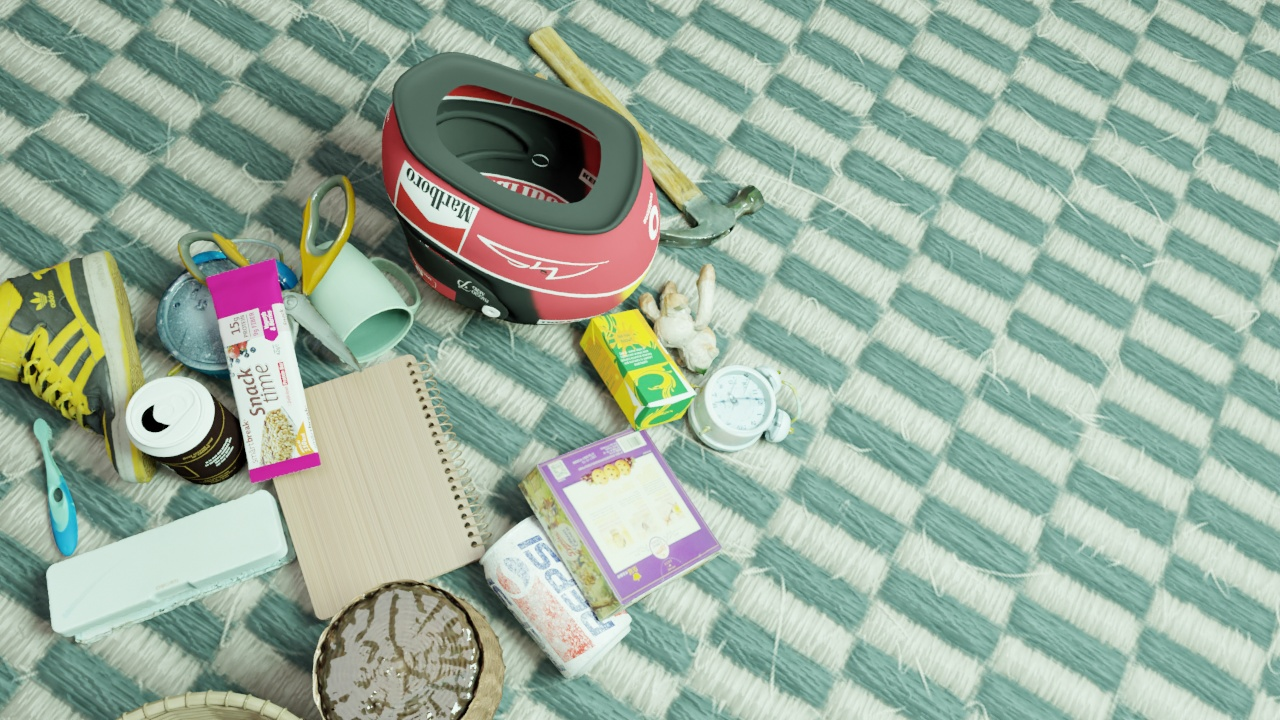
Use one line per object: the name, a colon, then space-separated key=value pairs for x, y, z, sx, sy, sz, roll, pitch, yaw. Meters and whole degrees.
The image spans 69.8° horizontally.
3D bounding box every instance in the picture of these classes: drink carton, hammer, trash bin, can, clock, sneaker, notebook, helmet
drink carton: x=-0.005 y=0.005 z=0.917 sx=0.058 sy=0.041 sz=0.122 roll=-14 pitch=59 yaw=-36
hammer: x=-0.015 y=-0.258 z=1.040 sx=0.132 sy=0.033 sz=0.330 roll=-37 pitch=77 yaw=-16
trash bin: x=-0.188 y=0.253 z=0.737 sx=0.151 sy=0.210 sz=0.151 roll=2 pitch=70 yaw=-5
can: x=-0.403 y=0.065 z=0.823 sx=0.072 sy=0.129 sz=0.071 roll=2 pitch=70 yaw=-6
can: x=-0.078 y=0.214 z=0.834 sx=0.078 sy=0.078 sz=0.136 roll=-39 pitch=79 yaw=-18
clock: x=0.106 y=0.046 z=0.929 sx=0.117 sy=0.057 sz=0.083 roll=-6 pitch=70 yaw=-16
sneaker: x=-0.531 y=0.013 z=0.849 sx=0.122 sy=0.086 sz=0.238 roll=-15 pitch=68 yaw=-18
notebook: x=-0.250 y=0.113 z=0.866 sx=0.169 sy=0.022 sz=0.210 roll=-20 pitch=77 yaw=-13
helmet: x=-0.117 y=-0.142 z=0.878 sx=0.271 sy=0.225 sz=0.197 roll=19 pitch=62 yaw=-12
clock: x=-0.400 y=-0.053 z=0.905 sx=0.117 sy=0.060 sz=0.161 roll=10 pitch=68 yaw=-2

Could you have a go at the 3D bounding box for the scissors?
scissors: x=-0.342 y=-0.073 z=0.862 sx=0.226 sy=0.016 sz=0.225 roll=10 pitch=84 yaw=6

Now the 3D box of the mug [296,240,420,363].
mug: x=-0.278 y=-0.066 z=0.920 sx=0.111 sy=0.084 sz=0.104 roll=-22 pitch=67 yaw=-43

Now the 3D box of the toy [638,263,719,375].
toy: x=0.053 y=-0.036 z=0.944 sx=0.074 sy=0.085 sz=0.106 roll=-27 pitch=95 yaw=-46

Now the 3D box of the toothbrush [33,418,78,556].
toothbrush: x=-0.542 y=0.117 z=0.851 sx=0.022 sy=0.017 sz=0.135 roll=-18 pitch=76 yaw=-13

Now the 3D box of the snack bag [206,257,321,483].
snack bag: x=-0.346 y=0.009 z=0.840 sx=0.070 sy=0.016 sz=0.196 roll=-14 pitch=86 yaw=6

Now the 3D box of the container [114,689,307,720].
container: x=-0.308 y=0.368 z=0.687 sx=0.227 sy=0.196 sz=0.226 roll=2 pitch=70 yaw=-6

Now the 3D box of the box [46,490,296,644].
box: x=-0.419 y=0.180 z=0.822 sx=0.198 sy=0.070 sz=0.085 roll=-21 pitch=93 yaw=-12

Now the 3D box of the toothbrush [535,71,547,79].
toothbrush: x=-0.163 y=-0.260 z=1.032 sx=0.015 sy=0.016 sz=0.184 roll=37 pitch=72 yaw=0

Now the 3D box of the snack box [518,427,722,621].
snack box: x=-0.016 y=0.144 z=0.847 sx=0.143 sy=0.041 sz=0.148 roll=-16 pitch=67 yaw=-46
